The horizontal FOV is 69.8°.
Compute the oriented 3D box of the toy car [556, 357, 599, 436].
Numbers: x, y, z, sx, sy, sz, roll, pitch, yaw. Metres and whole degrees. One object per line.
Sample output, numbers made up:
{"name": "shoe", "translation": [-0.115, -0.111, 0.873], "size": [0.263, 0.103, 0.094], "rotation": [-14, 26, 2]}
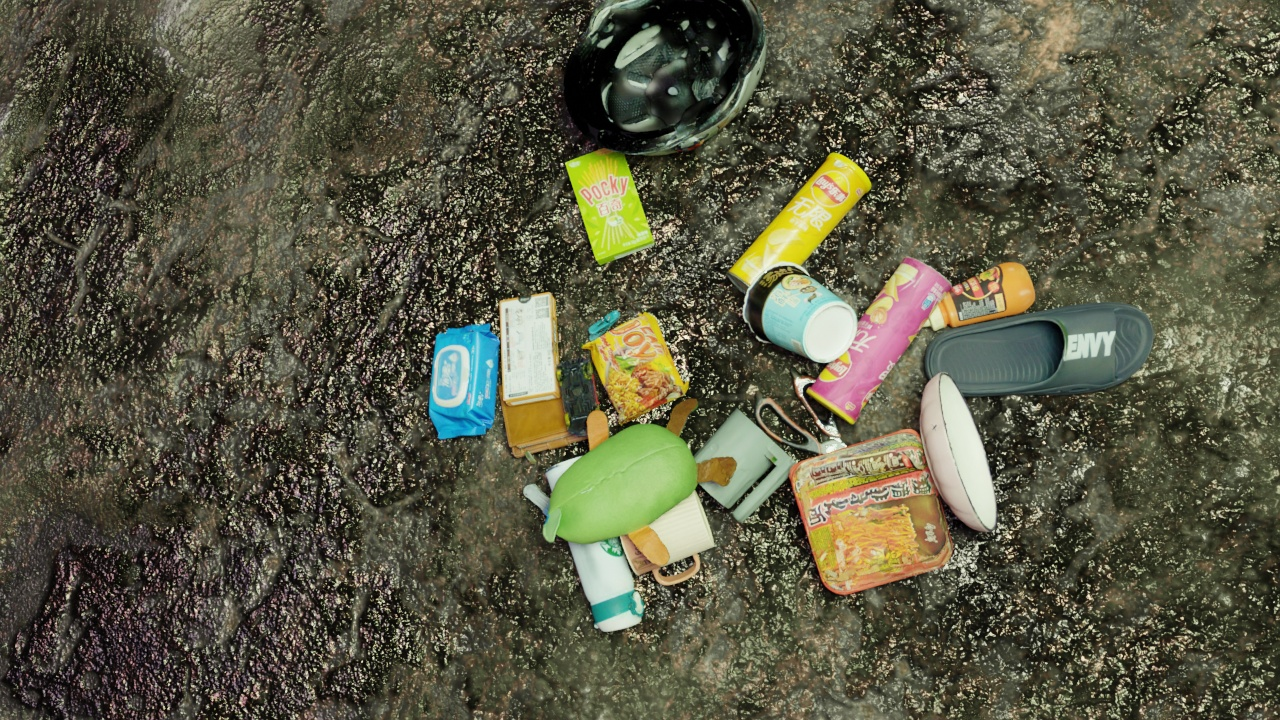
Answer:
{"name": "toy car", "translation": [-0.081, 0.050, 1.216], "size": [0.049, 0.031, 0.106], "rotation": [-13, 74, 3]}

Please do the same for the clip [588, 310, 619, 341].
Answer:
{"name": "clip", "translation": [-0.050, -0.050, 1.263], "size": [0.054, 0.033, 0.013], "rotation": [-42, 78, -13]}

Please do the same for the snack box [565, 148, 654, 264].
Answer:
{"name": "snack box", "translation": [-0.044, -0.221, 1.289], "size": [0.086, 0.026, 0.156], "rotation": [-19, 77, 6]}

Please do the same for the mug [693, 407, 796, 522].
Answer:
{"name": "mug", "translation": [0.128, 0.134, 1.156], "size": [0.103, 0.083, 0.124], "rotation": [-46, 39, 2]}

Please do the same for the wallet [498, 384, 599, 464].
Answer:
{"name": "wallet", "translation": [-0.121, 0.072, 1.247], "size": [0.131, 0.035, 0.119], "rotation": [-15, 76, 7]}

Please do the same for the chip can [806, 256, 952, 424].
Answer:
{"name": "chip can", "translation": [0.297, -0.025, 1.145], "size": [0.071, 0.071, 0.210], "rotation": [36, 93, 14]}

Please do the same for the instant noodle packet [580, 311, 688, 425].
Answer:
{"name": "instant noodle packet", "translation": [-0.007, 0.007, 1.235], "size": [0.111, 0.044, 0.128], "rotation": [-26, 76, 0]}

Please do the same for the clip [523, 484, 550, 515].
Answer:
{"name": "clip", "translation": [-0.134, 0.188, 1.240], "size": [0.058, 0.042, 0.026], "rotation": [35, 89, 17]}

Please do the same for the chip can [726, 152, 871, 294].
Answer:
{"name": "chip can", "translation": [0.209, -0.172, 1.213], "size": [0.072, 0.072, 0.213], "rotation": [41, 90, 14]}

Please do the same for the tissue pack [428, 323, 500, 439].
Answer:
{"name": "tissue pack", "translation": [-0.243, 0.028, 1.253], "size": [0.095, 0.052, 0.157], "rotation": [-4, 78, 35]}

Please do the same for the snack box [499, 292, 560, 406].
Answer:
{"name": "snack box", "translation": [-0.152, -0.017, 1.257], "size": [0.075, 0.026, 0.153], "rotation": [-10, 67, 9]}

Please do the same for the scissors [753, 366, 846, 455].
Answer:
{"name": "scissors", "translation": [0.249, 0.098, 1.187], "size": [0.202, 0.015, 0.206], "rotation": [-1, 80, 10]}

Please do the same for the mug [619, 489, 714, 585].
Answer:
{"name": "mug", "translation": [0.037, 0.231, 1.175], "size": [0.106, 0.081, 0.114], "rotation": [-20, 104, 5]}

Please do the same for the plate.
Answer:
{"name": "plate", "translation": [0.370, 0.110, 1.084], "size": [0.039, 0.192, 0.192], "rotation": [-19, 77, 28]}

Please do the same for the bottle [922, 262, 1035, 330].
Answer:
{"name": "bottle", "translation": [0.418, -0.074, 1.167], "size": [0.150, 0.066, 0.066], "rotation": [-19, 77, 13]}

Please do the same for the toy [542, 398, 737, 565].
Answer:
{"name": "toy", "translation": [-0.011, 0.148, 1.132], "size": [0.247, 0.090, 0.226], "rotation": [-27, 55, 0]}

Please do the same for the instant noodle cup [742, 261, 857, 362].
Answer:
{"name": "instant noodle cup", "translation": [0.206, -0.055, 1.147], "size": [0.111, 0.111, 0.120], "rotation": [-49, 33, -1]}

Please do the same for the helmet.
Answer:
{"name": "helmet", "translation": [0.044, -0.383, 1.236], "size": [0.274, 0.156, 0.230], "rotation": [-37, 77, 13]}

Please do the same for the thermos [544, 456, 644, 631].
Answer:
{"name": "thermos", "translation": [-0.057, 0.238, 1.191], "size": [0.073, 0.073, 0.224], "rotation": [-21, 78, 6]}

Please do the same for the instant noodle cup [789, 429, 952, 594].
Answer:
{"name": "instant noodle cup", "translation": [0.279, 0.179, 1.117], "size": [0.164, 0.079, 0.189], "rotation": [-17, 103, 7]}

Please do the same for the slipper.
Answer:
{"name": "slipper", "translation": [0.489, -0.005, 1.121], "size": [0.268, 0.083, 0.110], "rotation": [-8, 93, 11]}
